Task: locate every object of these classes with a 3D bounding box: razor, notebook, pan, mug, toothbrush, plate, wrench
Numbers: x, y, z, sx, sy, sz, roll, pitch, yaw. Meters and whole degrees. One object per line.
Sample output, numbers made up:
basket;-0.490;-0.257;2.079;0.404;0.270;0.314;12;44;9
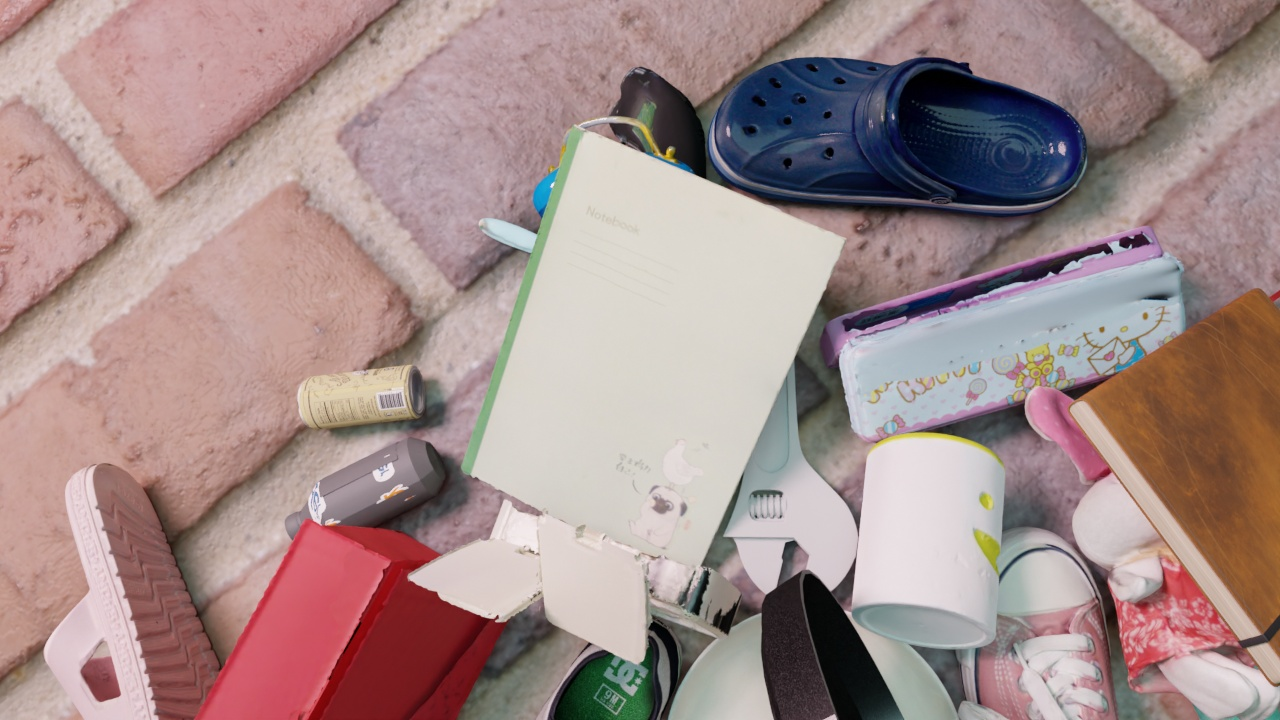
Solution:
razor;0.017;-0.133;0.653;0.067;0.054;0.151;-11;85;19
notebook;0.364;0.059;0.521;0.248;0.014;0.178;-21;72;-35
pan;0.148;0.270;0.441;0.034;0.225;0.356;-28;88;11
mug;0.173;0.109;0.550;0.082;0.083;0.106;11;61;8
toothbrush;-0.036;-0.069;0.659;0.181;0.016;0.016;21;82;11
plate;0.106;0.245;0.569;0.182;0.034;0.182;-1;79;6
wrench;0.099;0.023;0.625;0.087;0.018;0.273;-1;77;6
notebook;-0.003;0.003;0.586;0.182;0.010;0.253;25;110;11

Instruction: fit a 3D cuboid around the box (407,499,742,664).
box;-0.034;0.127;0.517;0.144;0.191;0.068;13;71;24

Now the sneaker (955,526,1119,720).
sneaker;0.244;0.218;0.532;0.118;0.088;0.241;-6;79;5

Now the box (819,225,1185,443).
box;0.226;-0.023;0.579;0.214;0.077;0.096;-16;50;2

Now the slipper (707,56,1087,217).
slipper;0.173;-0.159;0.615;0.253;0.095;0.105;8;82;4

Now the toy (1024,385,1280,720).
toy;0.296;0.106;0.521;0.159;0.084;0.193;16;49;-12

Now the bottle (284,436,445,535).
bottle;-0.189;0.092;0.628;0.112;0.047;0.047;-27;77;0

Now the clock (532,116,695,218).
clock;-0.014;-0.078;0.608;0.117;0.060;0.161;-4;103;20

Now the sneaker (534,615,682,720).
sneaker;-0.053;0.264;0.561;0.084;0.079;0.235;29;84;10

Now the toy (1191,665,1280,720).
toy;0.373;0.192;0.553;0.085;0.033;0.105;12;79;-2

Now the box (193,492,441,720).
box;-0.297;0.154;0.554;0.325;0.153;0.213;28;83;-4

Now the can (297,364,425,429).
can;-0.196;0.026;0.646;0.079;0.038;0.038;-7;78;5

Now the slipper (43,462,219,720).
slipper;-0.339;0.184;0.604;0.064;0.094;0.239;-27;71;-4
